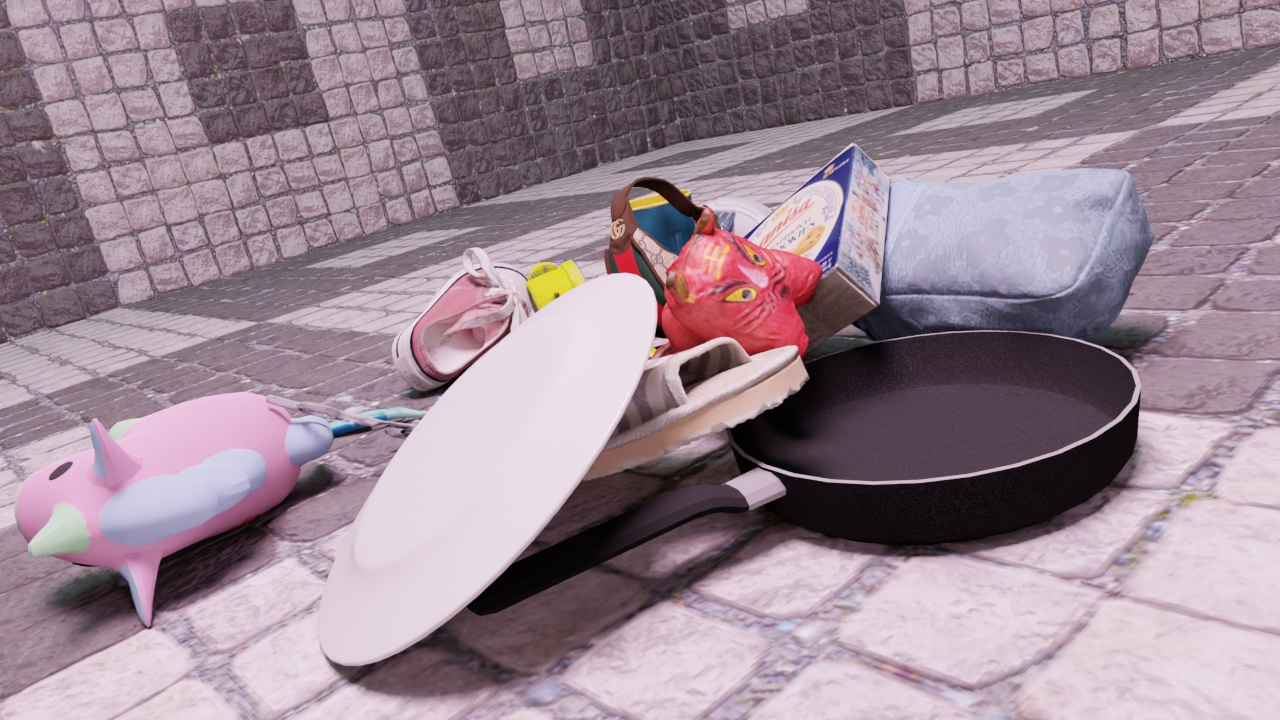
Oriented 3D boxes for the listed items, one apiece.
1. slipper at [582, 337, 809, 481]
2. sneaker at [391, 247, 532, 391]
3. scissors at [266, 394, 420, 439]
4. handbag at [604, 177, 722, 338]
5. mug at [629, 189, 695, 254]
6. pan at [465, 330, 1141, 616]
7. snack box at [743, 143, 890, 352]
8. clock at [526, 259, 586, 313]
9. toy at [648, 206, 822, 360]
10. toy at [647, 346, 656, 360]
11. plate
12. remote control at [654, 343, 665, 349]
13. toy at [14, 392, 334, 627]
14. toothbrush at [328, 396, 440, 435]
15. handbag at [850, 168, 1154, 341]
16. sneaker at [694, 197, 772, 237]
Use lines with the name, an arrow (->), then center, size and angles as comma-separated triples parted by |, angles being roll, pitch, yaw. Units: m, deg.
slipper -> -0.032, 0.035, 0.528 | 0.273, 0.054, 0.114 | -21, 1, 37
sneaker -> -0.155, -0.050, 0.917 | 0.088, 0.118, 0.240 | -28, 14, 26
scissors -> -0.175, 0.046, 0.650 | 0.174, 0.014, 0.142 | 14, -13, -16
handbag -> 0.035, -0.092, 0.786 | 0.063, 0.138, 0.166 | -23, -10, 38
mug -> 0.023, -0.096, 0.883 | 0.078, 0.121, 0.078 | -13, 16, 4
pan -> 0.084, 0.058, 0.454 | 0.354, 0.044, 0.204 | -21, 18, -24
snack box -> 0.104, -0.059, 0.638 | 0.145, 0.042, 0.144 | -39, 23, 41
clock -> -0.075, -0.054, 0.898 | 0.057, 0.083, 0.119 | -23, 20, -8
toy -> 0.034, -0.033, 0.558 | 0.133, 0.094, 0.088 | -33, 39, 49
toy -> -0.024, 0.024, 0.655 | 0.117, 0.043, 0.092 | -25, 29, -23
plate -> -0.087, 0.041, 0.470 | 0.243, 0.016, 0.242 | -38, 23, 20
remote control -> 0.071, -0.018, 0.765 | 0.152, 0.020, 0.041 | -15, 3, -7
toy -> -0.287, 0.074, 0.601 | 0.171, 0.120, 0.221 | 1, 14, 45
toothbrush -> -0.216, 0.047, 0.781 | 0.135, 0.017, 0.022 | -10, 20, 9
handbag -> 0.230, -0.059, 0.606 | 0.192, 0.118, 0.121 | 5, 59, 48
sneaker -> 0.055, -0.128, 1.046 | 0.236, 0.087, 0.079 | -2, 25, 45
